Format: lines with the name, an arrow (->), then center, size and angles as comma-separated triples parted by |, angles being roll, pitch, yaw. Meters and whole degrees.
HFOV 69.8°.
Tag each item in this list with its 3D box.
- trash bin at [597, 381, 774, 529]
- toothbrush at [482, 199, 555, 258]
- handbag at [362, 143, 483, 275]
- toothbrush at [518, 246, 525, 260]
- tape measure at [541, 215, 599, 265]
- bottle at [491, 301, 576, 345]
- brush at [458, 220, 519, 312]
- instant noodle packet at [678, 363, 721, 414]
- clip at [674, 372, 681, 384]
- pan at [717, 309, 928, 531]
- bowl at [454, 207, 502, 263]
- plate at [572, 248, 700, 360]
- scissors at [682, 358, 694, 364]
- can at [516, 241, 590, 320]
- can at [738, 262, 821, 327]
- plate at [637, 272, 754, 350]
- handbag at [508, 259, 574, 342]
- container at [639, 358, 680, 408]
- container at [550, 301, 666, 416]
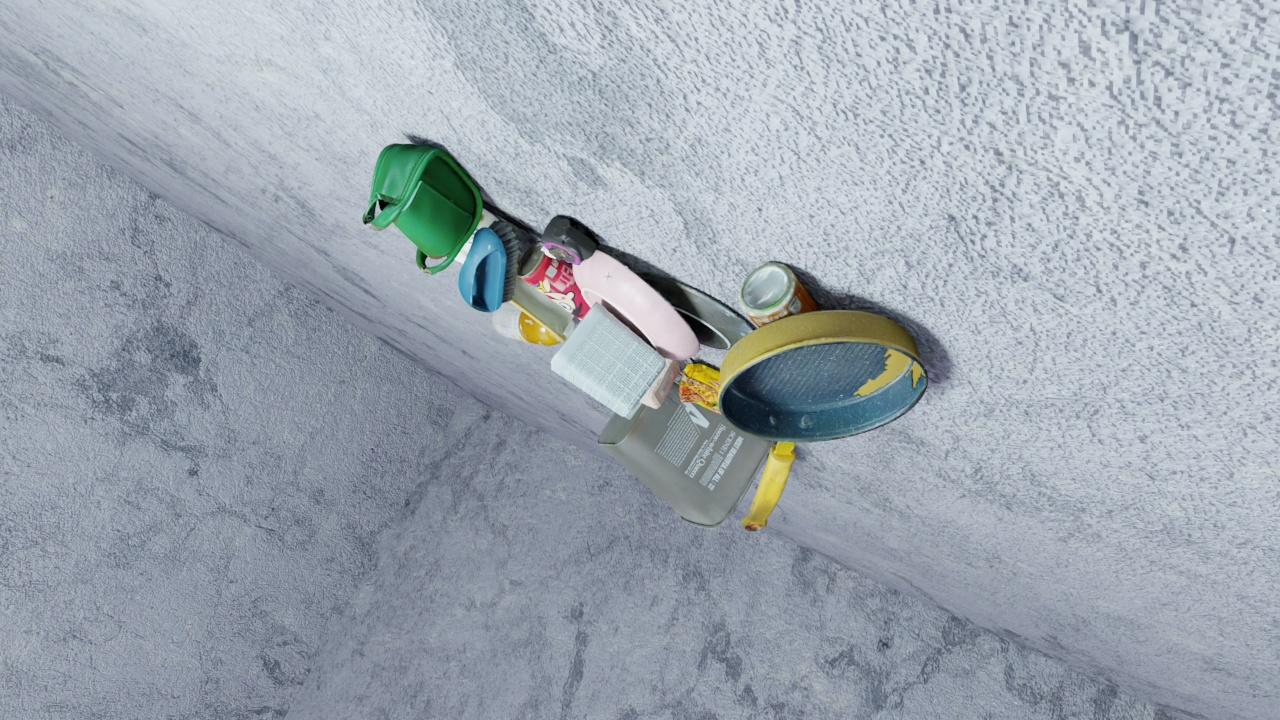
trash bin -> 0.069, 0.139, 1.542 | 0.219, 0.198, 0.199 | 37, 165, -14
toothbrush -> -0.174, -0.177, 1.118 | 0.181, 0.018, 0.016 | 32, 164, -12
handbag -> -0.247, -0.175, 1.037 | 0.068, 0.120, 0.131 | 16, 163, 26
toothbrush -> -0.087, -0.095, 1.245 | 0.224, 0.027, 0.026 | 34, -151, -29
tape measure -> -0.082, -0.134, 1.034 | 0.057, 0.039, 0.058 | 34, 167, -30
bottle -> -0.170, -0.061, 1.482 | 0.068, 0.068, 0.190 | 36, 166, -36
brush -> -0.193, -0.109, 1.141 | 0.055, 0.073, 0.144 | 42, 148, 16
instant noodle packet -> 0.118, 0.051, 1.349 | 0.128, 0.044, 0.111 | 21, 163, 4
clip -> 0.062, 0.028, 1.446 | 0.057, 0.032, 0.025 | 36, -170, -9
pan -> 0.159, 0.076, 0.942 | 0.197, 0.078, 0.358 | 4, 148, -9
bowl -> -0.230, -0.164, 1.187 | 0.113, 0.062, 0.113 | 27, 168, 6
plate -> -0.014, -0.059, 1.105 | 0.192, 0.039, 0.192 | 39, 170, 8
scissors -> 0.083, 0.018, 1.395 | 0.172, 0.012, 0.133 | 34, 167, -21
can -> -0.094, -0.096, 1.191 | 0.132, 0.053, 0.053 | 35, 166, -33
can -> 0.150, -0.035, 0.891 | 0.058, 0.058, 0.147 | 18, 165, 40
plate -> 0.062, -0.050, 1.114 | 0.179, 0.024, 0.179 | 26, 168, 6
handbag -> -0.176, -0.114, 1.324 | 0.179, 0.063, 0.163 | 37, 178, 44
container -> -0.008, 0.008, 1.349 | 0.111, 0.090, 0.090 | 26, 168, 17
container -> -0.036, 0.004, 1.097 | 0.111, 0.090, 0.090 | 37, 170, 2
